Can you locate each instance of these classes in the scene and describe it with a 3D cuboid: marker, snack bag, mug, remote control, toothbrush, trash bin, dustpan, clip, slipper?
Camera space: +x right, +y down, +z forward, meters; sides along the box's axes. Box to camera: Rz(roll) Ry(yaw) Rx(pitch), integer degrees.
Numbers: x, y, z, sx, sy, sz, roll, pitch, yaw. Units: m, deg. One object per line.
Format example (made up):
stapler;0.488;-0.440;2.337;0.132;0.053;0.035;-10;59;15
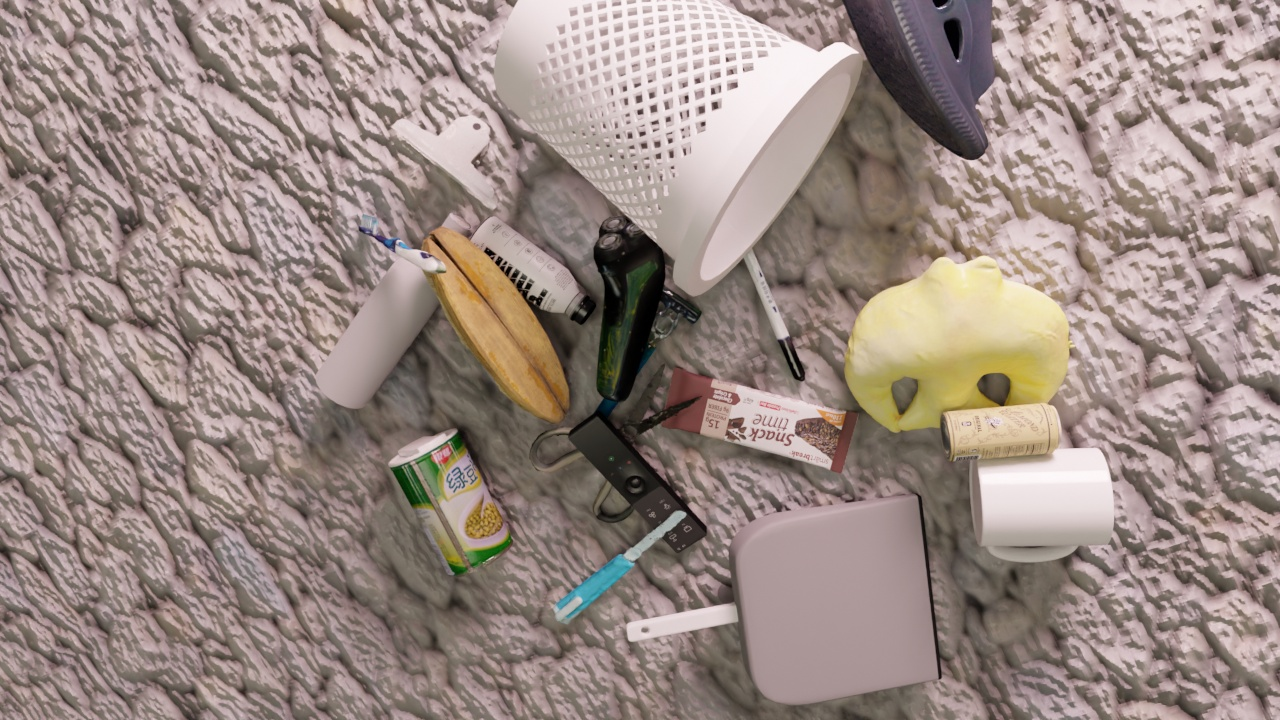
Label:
marker;0.103;-0.051;0.747;0.011;0.011;0.152;-21;99;17
snack bag;0.098;0.051;0.774;0.158;0.013;0.057;15;109;8
mug;0.310;0.120;0.721;0.090;0.073;0.111;-3;129;13
remote control;-0.001;0.107;0.794;0.034;0.013;0.150;-36;107;18
toothbrush;-0.193;-0.094;0.734;0.189;0.016;0.017;29;110;52
trash bin;0.015;-0.183;0.651;0.199;0.195;0.196;38;109;11
dustpan;0.117;0.210;0.773;0.257;0.033;0.163;-9;97;-6
clip;-0.153;-0.172;0.765;0.102;0.051;0.058;39;137;0
slipper;0.179;-0.262;0.613;0.083;0.110;0.268;-32;110;7

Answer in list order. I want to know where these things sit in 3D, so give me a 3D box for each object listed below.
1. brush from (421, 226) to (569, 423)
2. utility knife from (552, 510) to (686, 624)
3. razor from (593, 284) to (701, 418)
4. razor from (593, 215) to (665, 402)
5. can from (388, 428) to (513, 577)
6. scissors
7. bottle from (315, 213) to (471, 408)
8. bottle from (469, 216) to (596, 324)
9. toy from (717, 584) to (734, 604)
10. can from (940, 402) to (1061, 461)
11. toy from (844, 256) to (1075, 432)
brush;-0.119;-0.026;0.761;0.059;0.043;0.195;-43;117;-22
utility knife;-0.019;0.188;0.824;0.022;0.015;0.179;47;116;-2
razor;-0.005;0.005;0.780;0.042;0.022;0.144;36;109;3
razor;-0.018;-0.040;0.744;0.054;0.067;0.151;18;103;40
can;-0.170;0.126;0.824;0.067;0.067;0.121;-23;99;17
scissors;-0.024;0.074;0.797;0.166;0.012;0.158;2;115;8
bottle;-0.209;-0.045;0.795;0.052;0.052;0.195;40;109;0
bottle;-0.089;-0.072;0.768;0.116;0.041;0.041;36;109;1
toy;0.125;0.215;0.802;0.112;0.030;0.049;21;122;1
can;0.272;0.054;0.695;0.079;0.038;0.038;-6;103;8
toy;0.242;-0.011;0.699;0.170;0.064;0.155;-2;122;9
